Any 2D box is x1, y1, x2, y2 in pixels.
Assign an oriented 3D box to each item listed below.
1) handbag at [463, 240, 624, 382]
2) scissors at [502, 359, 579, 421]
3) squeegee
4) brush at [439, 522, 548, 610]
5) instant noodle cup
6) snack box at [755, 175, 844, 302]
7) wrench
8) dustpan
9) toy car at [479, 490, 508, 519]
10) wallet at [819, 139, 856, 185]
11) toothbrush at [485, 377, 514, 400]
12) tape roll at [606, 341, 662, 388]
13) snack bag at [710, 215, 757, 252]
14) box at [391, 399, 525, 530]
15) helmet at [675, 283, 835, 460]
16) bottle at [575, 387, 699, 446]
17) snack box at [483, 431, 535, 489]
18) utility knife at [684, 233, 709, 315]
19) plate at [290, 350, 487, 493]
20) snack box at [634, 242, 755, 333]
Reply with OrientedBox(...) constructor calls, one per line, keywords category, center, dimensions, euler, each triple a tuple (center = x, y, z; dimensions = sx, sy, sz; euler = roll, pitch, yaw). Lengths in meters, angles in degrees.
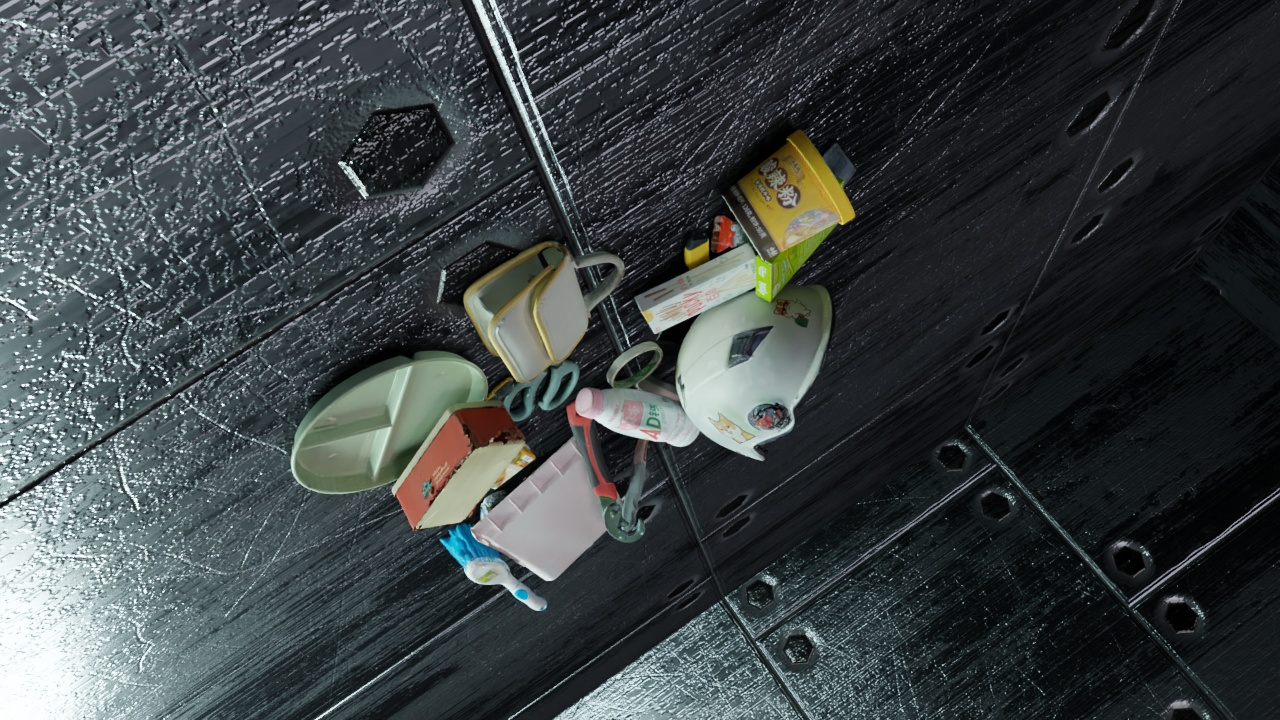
OrientedBox(category="handbag", center=(-0.089, -0.063, 0.994), dimensions=(0.178, 0.063, 0.163), euler=(-36, 157, -10))
OrientedBox(category="scissors", center=(-0.133, 0.022, 1.133), dimensions=(0.132, 0.019, 0.186), euler=(-29, 153, -16))
OrientedBox(category="squeegee", center=(0.006, 0.155, 1.429), dimensions=(0.247, 0.040, 0.249), euler=(27, 79, -63))
OrientedBox(category="brush", center=(-0.223, 0.338, 1.466), dimensions=(0.060, 0.109, 0.314), euler=(-36, 157, -3))
OrientedBox(category="instant noodle cup", center=(0.165, -0.183, 1.050), dimensions=(0.114, 0.118, 0.118), euler=(-32, 156, 10))
OrientedBox(category="snack box", center=(0.199, -0.153, 1.147), dimensions=(0.156, 0.026, 0.086), euler=(-49, 156, -17))
OrientedBox(category="wrench", center=(-0.054, 0.166, 1.331), dimensions=(0.056, 0.016, 0.274), euler=(-24, 122, -5))
OrientedBox(category="dustpan", center=(-0.149, 0.217, 1.417), dimensions=(0.222, 0.139, 0.273), euler=(-40, 133, -12))
OrientedBox(category="toy car", center=(-0.216, 0.219, 1.349), dimensions=(0.042, 0.034, 0.091), euler=(-20, 152, -27))
OrientedBox(category="wallet", center=(0.218, -0.218, 1.164), dimensions=(0.121, 0.019, 0.097), euler=(-46, 154, 13))
OrientedBox(category="toothbrush", center=(-0.225, 0.085, 1.120), dimensions=(0.191, 0.018, 0.016), euler=(-40, 154, 9))
OrientedBox(category="tape roll", center=(-0.008, 0.007, 1.272), dimensions=(0.085, 0.014, 0.086), euler=(-29, 154, -16))
OrientedBox(category="snack bag", center=(0.126, -0.156, 1.139), dimensions=(0.104, 0.026, 0.048), euler=(-11, 117, -47))
OrientedBox(category="box", center=(-0.210, 0.131, 1.083), dimensions=(0.091, 0.080, 0.169), euler=(-2, 139, -50))
OrientedBox(category="helmet", center=(0.135, -0.002, 1.246), dimensions=(0.157, 0.229, 0.275), euler=(16, 144, -8))
OrientedBox(category="bottle", center=(-0.003, 0.074, 1.292), dimensions=(0.196, 0.068, 0.068), euler=(16, 125, -39))
OrientedBox(category="snack box", center=(-0.202, 0.126, 1.213), dimensions=(0.075, 0.026, 0.154), euler=(-38, 155, 3))
OrientedBox(category="utility knife", center=(0.072, -0.107, 1.173), dimensions=(0.033, 0.015, 0.196), euler=(-26, 156, -8))
OrientedBox(category="plate", center=(-0.276, 0.068, 1.014), dimensions=(0.230, 0.027, 0.231), euler=(-29, 156, -15))
OrientedBox(category="snack box", center=(0.075, -0.089, 1.152), dimensions=(0.157, 0.027, 0.085), euler=(-26, 159, 5))
